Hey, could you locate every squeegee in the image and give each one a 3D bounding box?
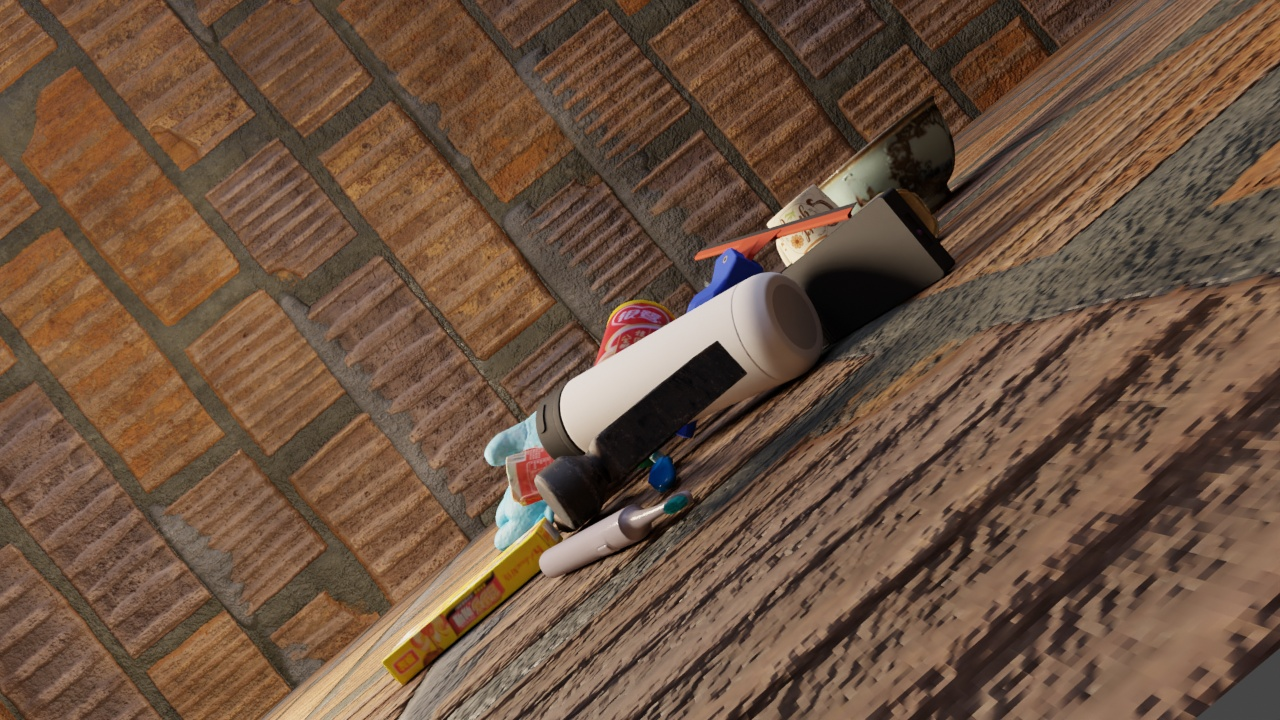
[{"bbox_3d":[0.061,-0.027,0.736,0.250,0.055,0.184,-2,67,68],"label":"squeegee"}]

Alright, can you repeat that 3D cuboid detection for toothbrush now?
[{"bbox_3d":[0.014,0.071,0.606,0.021,0.016,0.132,-52,-1,0],"label":"toothbrush"},{"bbox_3d":[-0.017,0.094,0.495,0.019,0.018,0.188,-37,-2,-32],"label":"toothbrush"}]

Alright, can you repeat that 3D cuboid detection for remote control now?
[{"bbox_3d":[0.128,-0.051,0.560,0.013,0.058,0.134,-40,1,-29],"label":"remote control"}]

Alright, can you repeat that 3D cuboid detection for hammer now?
[{"bbox_3d":[-0.021,0.076,0.599,0.119,0.033,0.331,-37,-7,-17],"label":"hammer"}]

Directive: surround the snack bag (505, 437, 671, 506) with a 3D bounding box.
[{"bbox_3d":[-0.036,0.076,0.775,0.155,0.044,0.087,-21,26,2],"label":"snack bag"}]

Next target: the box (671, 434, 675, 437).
[{"bbox_3d":[0.014,0.027,0.939,0.077,0.091,0.188,-39,0,9],"label":"box"}]

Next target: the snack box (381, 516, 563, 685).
[{"bbox_3d":[-0.127,0.184,0.713,0.152,0.025,0.075,-40,0,0],"label":"snack box"}]

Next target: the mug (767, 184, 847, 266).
[{"bbox_3d":[0.170,-0.109,0.896,0.081,0.097,0.122,-40,0,-15],"label":"mug"}]

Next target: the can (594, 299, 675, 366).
[{"bbox_3d":[-0.005,0.005,0.783,0.067,0.066,0.124,-40,19,28],"label":"can"}]

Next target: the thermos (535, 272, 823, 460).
[{"bbox_3d":[0.026,0.020,0.642,0.101,0.068,0.231,21,-36,-40],"label":"thermos"}]

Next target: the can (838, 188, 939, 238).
[{"bbox_3d":[0.175,-0.086,0.699,0.100,0.054,0.059,-40,1,10],"label":"can"}]

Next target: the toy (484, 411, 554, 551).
[{"bbox_3d":[-0.093,0.102,0.882,0.181,0.115,0.183,-45,24,17],"label":"toy"}]

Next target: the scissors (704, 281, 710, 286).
[{"bbox_3d":[0.134,-0.071,1.053,0.117,0.130,0.014,-19,35,1],"label":"scissors"}]

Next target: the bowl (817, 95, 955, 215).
[{"bbox_3d":[0.263,-0.184,0.949,0.160,0.094,0.160,-40,-1,-1],"label":"bowl"}]
